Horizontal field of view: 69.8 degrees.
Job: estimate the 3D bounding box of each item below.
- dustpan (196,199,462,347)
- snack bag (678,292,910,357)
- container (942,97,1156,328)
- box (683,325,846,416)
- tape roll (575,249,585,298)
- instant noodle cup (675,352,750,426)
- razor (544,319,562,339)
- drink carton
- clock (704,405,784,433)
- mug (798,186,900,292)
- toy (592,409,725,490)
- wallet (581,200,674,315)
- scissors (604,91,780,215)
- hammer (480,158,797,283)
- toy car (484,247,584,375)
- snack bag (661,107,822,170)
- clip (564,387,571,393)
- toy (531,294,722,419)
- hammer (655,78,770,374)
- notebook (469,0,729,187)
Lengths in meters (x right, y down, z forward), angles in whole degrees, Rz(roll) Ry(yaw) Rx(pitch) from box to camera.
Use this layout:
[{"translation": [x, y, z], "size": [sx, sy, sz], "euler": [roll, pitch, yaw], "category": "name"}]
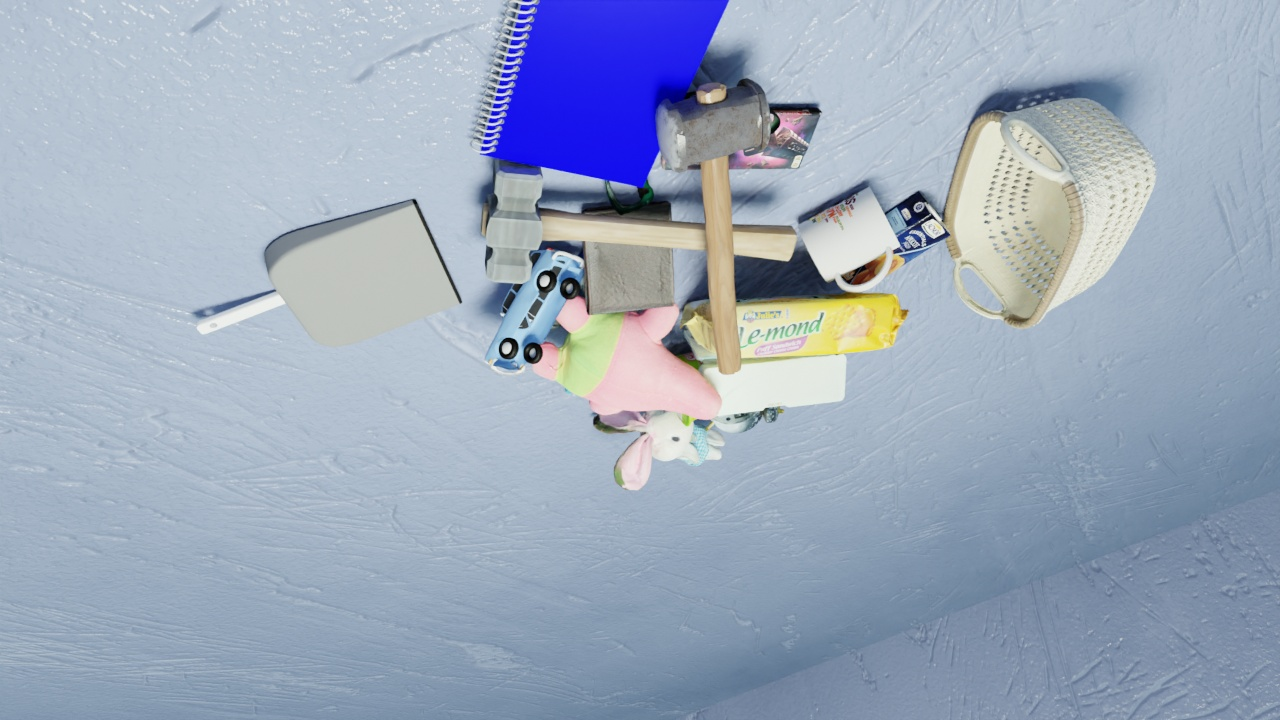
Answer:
[{"translation": [-0.332, -0.072, 0.952], "size": [0.257, 0.033, 0.163], "euler": [-22, 147, -7], "category": "dustpan"}, {"translation": [0.180, -0.043, 1.082], "size": [0.247, 0.068, 0.159], "euler": [-3, -176, -8], "category": "snack bag"}, {"translation": [0.440, -0.165, 1.007], "size": [0.142, 0.184, 0.246], "euler": [-23, 149, -9], "category": "container"}, {"translation": [0.160, 0.003, 1.172], "size": [0.197, 0.125, 0.075], "euler": [-5, 145, -16], "category": "box"}, {"translation": [-0.037, -0.097, 1.044], "size": [0.093, 0.016, 0.092], "euler": [7, 140, -30], "category": "tape roll"}, {"translation": [0.095, 0.024, 1.214], "size": [0.108, 0.099, 0.099], "euler": [-19, 147, -10], "category": "instant noodle cup"}, {"translation": [-0.063, -0.040, 1.115], "size": [0.143, 0.022, 0.042], "euler": [5, 128, -36], "category": "razor"}, {"translation": [0.298, -0.140, 1.099], "size": [0.130, 0.040, 0.064], "euler": [-34, 143, 25], "category": "drink carton"}, {"translation": [0.143, 0.051, 1.271], "size": [0.129, 0.090, 0.052], "euler": [-17, 152, 8], "category": "clock"}, {"translation": [0.240, -0.129, 1.034], "size": [0.090, 0.105, 0.073], "euler": [-27, 158, 17], "category": "mug"}, {"translation": [0.052, 0.110, 1.290], "size": [0.205, 0.131, 0.106], "euler": [8, 140, -38], "category": "toy"}, {"translation": [-0.012, -0.108, 0.987], "size": [0.099, 0.031, 0.120], "euler": [-7, 115, -13], "category": "wallet"}, {"translation": [0.037, -0.219, 0.873], "size": [0.204, 0.015, 0.202], "euler": [-3, 143, 1], "category": "scissors"}, {"translation": [0.003, -0.130, 0.928], "size": [0.322, 0.051, 0.117], "euler": [2, 126, -14], "category": "hammer"}, {"translation": [-0.119, -0.054, 0.997], "size": [0.056, 0.055, 0.153], "euler": [12, 112, -58], "category": "toy car"}, {"translation": [0.100, -0.222, 0.918], "size": [0.155, 0.018, 0.075], "euler": [-4, 144, -14], "category": "snack bag"}, {"translation": [-0.049, 0.007, 1.187], "size": [0.127, 0.028, 0.113], "euler": [-30, 146, 22], "category": "clip"}, {"translation": [-0.006, 0.006, 1.080], "size": [0.236, 0.096, 0.193], "euler": [25, 126, -15], "category": "toy"}, {"translation": [0.077, -0.112, 0.897], "size": [0.098, 0.052, 0.329], "euler": [-18, 131, -12], "category": "hammer"}, {"translation": [-0.043, -0.248, 0.798], "size": [0.171, 0.022, 0.210], "euler": [8, 140, -19], "category": "notebook"}]
